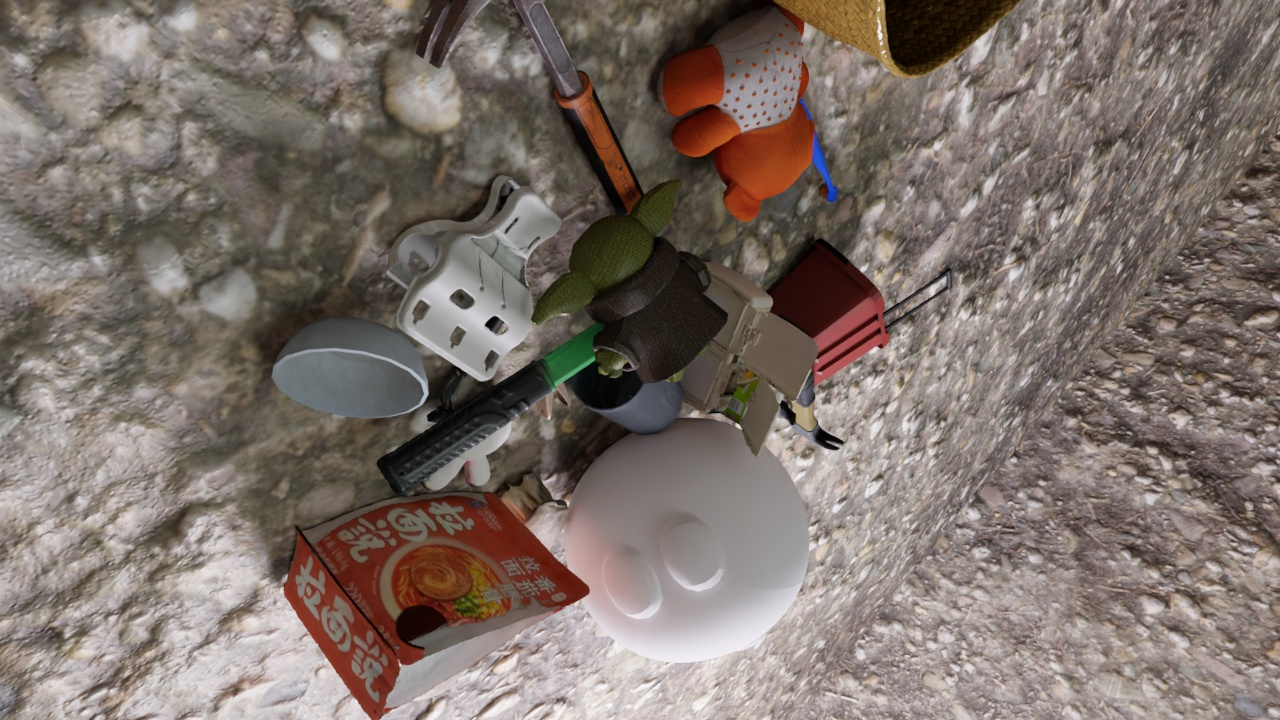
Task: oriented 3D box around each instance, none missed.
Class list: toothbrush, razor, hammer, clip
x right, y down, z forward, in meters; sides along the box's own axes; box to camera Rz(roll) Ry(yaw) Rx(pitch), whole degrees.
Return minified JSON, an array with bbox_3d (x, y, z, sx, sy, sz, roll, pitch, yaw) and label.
[{"bbox_3d":[0.187,-0.224,0.987,0.016,0.018,0.182,-49,146,-4],"label":"toothbrush"},{"bbox_3d":[-0.138,-0.009,0.784,0.144,0.022,0.042,-59,157,2],"label":"razor"},{"bbox_3d":[-0.053,-0.183,0.698,0.137,0.035,0.314,-46,149,-8],"label":"hammer"},{"bbox_3d":[-0.131,-0.074,0.708,0.152,0.096,0.126,-68,153,-12],"label":"clip"},{"bbox_3d":[-0.082,0.011,0.788,0.318,0.032,0.130,-35,106,-26],"label":"hammer"},{"bbox_3d":[0.197,0.035,1.126,0.025,0.118,0.333,-49,156,-9],"label":"hammer"},{"bbox_3d":[-0.082,0.026,0.888,0.041,0.024,0.061,-25,136,-36],"label":"clip"}]

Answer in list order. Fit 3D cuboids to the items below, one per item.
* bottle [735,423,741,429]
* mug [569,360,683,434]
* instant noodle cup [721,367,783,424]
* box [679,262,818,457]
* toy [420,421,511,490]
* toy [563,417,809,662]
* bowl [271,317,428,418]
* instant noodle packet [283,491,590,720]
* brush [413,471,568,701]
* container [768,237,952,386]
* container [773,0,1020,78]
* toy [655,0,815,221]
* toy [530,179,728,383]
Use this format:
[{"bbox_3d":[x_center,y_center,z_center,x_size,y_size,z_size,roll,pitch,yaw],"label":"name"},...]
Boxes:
[{"bbox_3d":[0.131,0.049,1.163,0.045,0.045,0.185,-34,145,-26],"label":"bottle"},{"bbox_3d":[-0.005,0.005,0.925,0.104,0.084,0.123,39,63,-59],"label":"mug"},{"bbox_3d":[0.101,0.020,1.036,0.098,0.108,0.099,-33,145,-27],"label":"instant noodle cup"},{"bbox_3d":[0.094,-0.003,0.932,0.050,0.184,0.144,-2,120,-43],"label":"box"},{"bbox_3d":[-0.148,0.071,0.834,0.123,0.038,0.079,-53,155,22],"label":"toy"},{"bbox_3d":[0.059,0.196,1.018,0.263,0.265,0.280,-30,173,18],"label":"toy"},{"bbox_3d":[-0.204,0.001,0.656,0.106,0.039,0.106,0,151,0],"label":"bowl"},{"bbox_3d":[-0.172,0.193,0.809,0.220,0.164,0.084,-11,129,-46],"label":"instant noodle packet"},{"bbox_3d":[-0.170,0.242,0.966,0.271,0.056,0.083,-56,152,9],"label":"brush"},{"bbox_3d":[0.257,-0.076,1.118,0.201,0.127,0.148,-38,148,-2],"label":"container"},{"bbox_3d":[0.194,-0.389,0.650,0.306,0.196,0.308,-34,146,-27],"label":"container"},{"bbox_3d":[0.098,-0.221,0.812,0.163,0.093,0.172,-41,135,-21],"label":"toy"},{"bbox_3d":[0.002,-0.052,0.774,0.179,0.078,0.153,-47,110,-21],"label":"toy"}]
